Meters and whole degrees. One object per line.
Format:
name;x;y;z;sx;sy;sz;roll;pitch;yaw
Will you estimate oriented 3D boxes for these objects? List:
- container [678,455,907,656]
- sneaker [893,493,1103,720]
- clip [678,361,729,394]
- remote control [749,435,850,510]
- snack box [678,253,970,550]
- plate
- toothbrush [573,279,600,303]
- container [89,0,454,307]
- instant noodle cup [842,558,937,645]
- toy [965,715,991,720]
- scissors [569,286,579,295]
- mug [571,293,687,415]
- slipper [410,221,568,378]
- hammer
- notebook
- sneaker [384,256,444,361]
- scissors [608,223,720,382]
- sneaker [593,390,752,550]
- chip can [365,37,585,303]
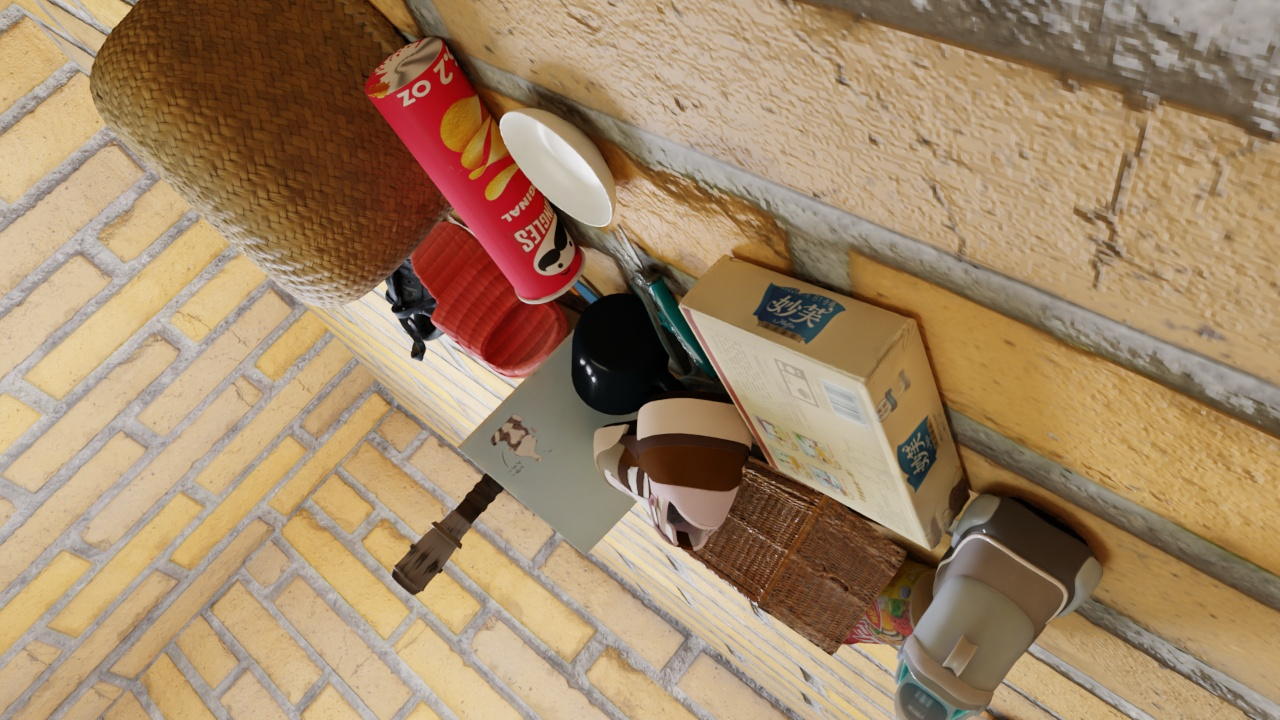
container;0.125;0.169;0.855;0.113;0.112;0.199;38;173;-26
sneaker;0.233;0.205;0.668;0.093;0.160;0.257;34;161;23
clip;0.107;0.050;0.792;0.164;0.031;0.169;40;166;-3
remote control;0.138;0.102;0.885;0.147;0.008;0.045;32;162;27
snack box;0.130;0.031;0.630;0.153;0.055;0.207;26;159;42
plate;-0.052;-0.141;0.647;0.104;0.026;0.104;38;164;13
toothbrush;-0.038;-0.048;0.873;0.166;0.014;0.016;43;151;-16
container;-0.311;-0.192;0.812;0.307;0.196;0.307;37;166;11
instant noodle cup;0.232;0.223;0.850;0.100;0.100;0.113;46;156;-18
toy;0.386;0.559;1.091;0.280;0.263;0.266;29;179;-29
scissors;-0.110;-0.102;0.912;0.131;0.011;0.125;40;165;2
mug;-0.005;0.005;0.811;0.121;0.085;0.095;39;160;12
slipper;-0.171;-0.071;0.941;0.249;0.103;0.059;41;-175;33
hammer;-0.139;0.110;0.969;0.101;0.324;0.190;28;160;39
notebook;-0.055;0.087;0.956;0.009;0.181;0.253;37;170;43
sneaker;-0.283;-0.101;1.115;0.121;0.127;0.295;37;162;18
scissors;0.021;-0.037;0.737;0.151;0.019;0.119;49;164;19
sneaker;0.025;0.113;0.826;0.111;0.116;0.294;9;165;-15
chip can;-0.124;-0.143;0.729;0.069;0.069;0.220;25;158;44
